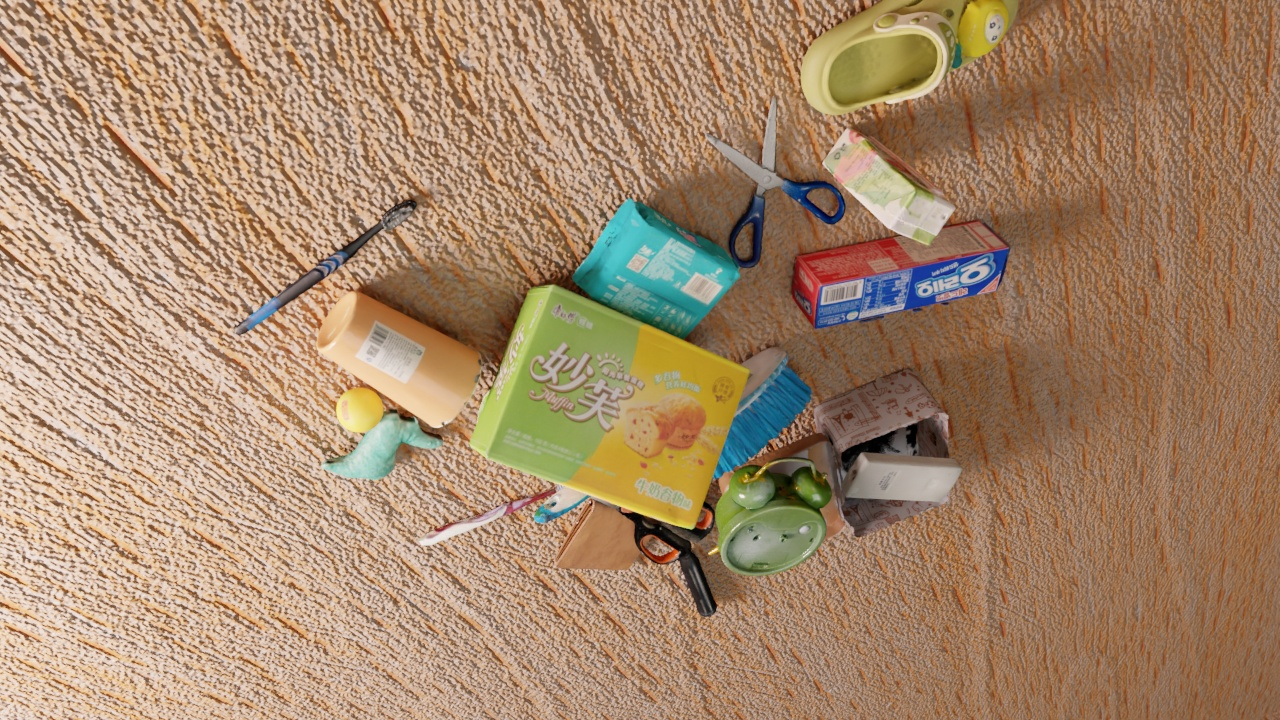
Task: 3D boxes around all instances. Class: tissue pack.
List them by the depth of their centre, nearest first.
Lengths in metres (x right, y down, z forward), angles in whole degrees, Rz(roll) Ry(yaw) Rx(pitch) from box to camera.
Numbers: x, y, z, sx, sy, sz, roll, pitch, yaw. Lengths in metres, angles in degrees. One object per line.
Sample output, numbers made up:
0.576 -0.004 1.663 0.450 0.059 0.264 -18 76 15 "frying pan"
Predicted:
0.014 -0.079 0.818 0.133 0.050 0.093 24 118 -35 "tissue pack"

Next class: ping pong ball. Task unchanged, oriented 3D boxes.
-0.251 0.044 0.822 0.040 0.040 0.040 -11 131 -13 "ping pong ball"

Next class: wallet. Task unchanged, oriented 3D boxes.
-0.034 0.201 1.056 0.101 0.020 0.115 11 126 -30 "wallet"

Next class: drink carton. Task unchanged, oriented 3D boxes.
0.212 -0.152 0.788 0.053 0.122 0.046 15 119 -31 "drink carton"

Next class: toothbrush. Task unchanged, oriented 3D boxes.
-0.256 -0.073 0.741 0.190 0.016 0.014 -33 125 9 "toothbrush"
-0.148 0.156 0.975 0.187 0.016 0.017 -21 125 -5 "toothbrush"
0.062 0.251 1.130 0.027 0.026 0.213 -17 132 3 "toothbrush"

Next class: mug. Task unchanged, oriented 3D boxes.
-0.206 -0.004 0.780 0.078 0.078 0.122 -44 126 16 "mug"

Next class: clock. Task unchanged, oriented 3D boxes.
0.139 0.162 0.975 0.116 0.056 0.162 3 130 -18 "clock"

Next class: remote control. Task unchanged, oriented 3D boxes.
0.290 0.129 1.015 0.135 0.019 0.056 5 126 -22 "remote control"

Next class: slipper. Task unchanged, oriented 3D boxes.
0.226 -0.250 0.742 0.190 0.081 0.092 -25 135 3 "slipper"

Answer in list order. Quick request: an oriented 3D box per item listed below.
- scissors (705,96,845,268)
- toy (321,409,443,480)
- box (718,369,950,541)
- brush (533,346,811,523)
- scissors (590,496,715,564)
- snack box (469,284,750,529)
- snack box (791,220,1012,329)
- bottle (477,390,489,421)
0.118 -0.152 0.822 0.174 0.012 0.163 8 127 -24 "scissors"
-0.239 0.082 0.867 0.096 0.030 0.092 18 122 -39 "toy"
0.221 0.136 1.058 0.259 0.082 0.177 -23 133 -3 "box"
0.039 0.088 0.915 0.314 0.060 0.109 -39 127 -16 "brush"
-0.014 0.175 1.009 0.234 0.021 0.149 10 119 -31 "scissors"
-0.025 0.043 0.817 0.210 0.070 0.157 23 84 -21 "snack box"
0.257 -0.085 0.904 0.207 0.058 0.057 -12 131 -12 "snack box"
-0.059 0.068 0.905 0.196 0.068 0.068 9 124 -33 "bottle"
